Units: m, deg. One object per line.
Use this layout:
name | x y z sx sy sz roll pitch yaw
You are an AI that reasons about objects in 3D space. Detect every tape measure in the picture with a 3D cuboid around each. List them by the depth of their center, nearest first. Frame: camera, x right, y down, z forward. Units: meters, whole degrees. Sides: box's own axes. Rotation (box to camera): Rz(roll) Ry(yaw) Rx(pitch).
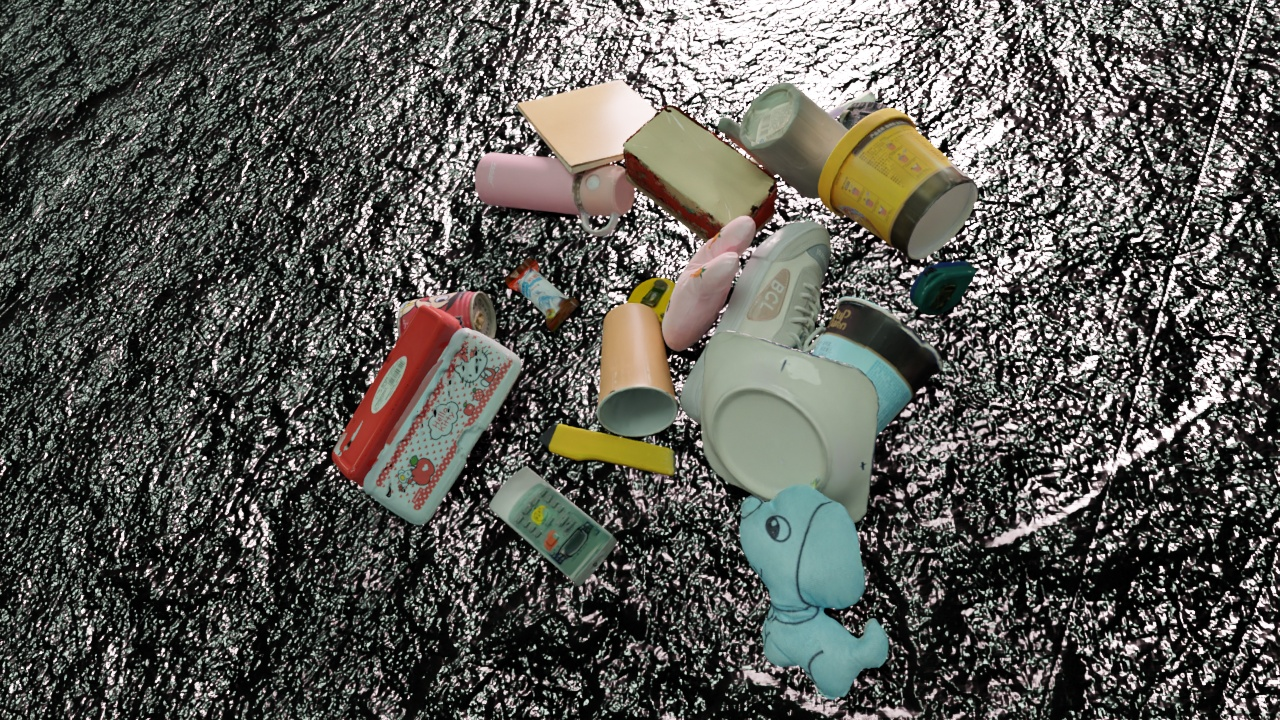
tape measure | 0.283 -0.067 0.863 0.058 0.055 0.025 -6 44 -23
tape measure | 0.015 -0.063 0.983 0.060 0.029 0.057 13 62 28

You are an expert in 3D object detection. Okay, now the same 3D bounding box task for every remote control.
remote control | -0.086 0.155 0.876 0.135 0.019 0.056 33 73 35

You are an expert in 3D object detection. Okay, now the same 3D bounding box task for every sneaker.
sneaker | 0.136 -0.034 0.874 0.091 0.089 0.241 17 66 39

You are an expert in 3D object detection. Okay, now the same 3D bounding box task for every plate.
plate | 0.114 0.064 0.773 0.164 0.164 0.034 18 36 31

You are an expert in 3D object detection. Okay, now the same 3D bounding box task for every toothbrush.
toothbrush | 0.185 -0.258 1.059 0.189 0.020 0.029 -30 21 1

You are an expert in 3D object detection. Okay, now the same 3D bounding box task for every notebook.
notebook | -0.052 -0.296 1.137 0.149 0.012 0.211 -18 40 -15

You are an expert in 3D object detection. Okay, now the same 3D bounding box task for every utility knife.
utility knife | -0.033 0.089 0.904 0.154 0.015 0.033 10 67 26

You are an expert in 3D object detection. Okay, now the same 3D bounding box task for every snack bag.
snack bag | -0.113 -0.077 1.046 0.048 0.026 0.104 -45 52 3

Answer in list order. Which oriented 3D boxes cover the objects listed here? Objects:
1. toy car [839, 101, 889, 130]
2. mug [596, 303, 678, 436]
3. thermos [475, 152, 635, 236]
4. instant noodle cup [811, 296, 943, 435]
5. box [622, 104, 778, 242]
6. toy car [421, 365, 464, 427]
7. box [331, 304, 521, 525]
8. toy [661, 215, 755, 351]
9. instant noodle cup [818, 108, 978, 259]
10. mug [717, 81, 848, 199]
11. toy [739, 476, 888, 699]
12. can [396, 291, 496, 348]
toy car | 0.236 -0.231 1.010 0.054 0.037 0.120 19 75 33
mug | -0.005 0.005 0.918 0.078 0.078 0.122 -14 47 12
thermos | -0.105 -0.202 1.111 0.199 0.067 0.087 12 90 27
instant noodle cup | 0.186 0.024 0.814 0.111 0.111 0.120 33 82 35
box | 0.062 -0.201 1.000 0.168 0.077 0.091 41 77 19
toy car | -0.206 0.052 0.989 0.048 0.032 0.105 -1 68 28
box | -0.228 0.051 0.950 0.160 0.065 0.201 29 86 30
toy | 0.066 -0.076 0.900 0.054 0.160 0.121 28 57 -3
instant noodle cup | 0.259 -0.170 0.911 0.118 0.118 0.114 -38 59 -7
mug | 0.153 -0.232 0.978 0.124 0.103 0.083 10 77 50
toy | 0.135 0.173 0.735 0.161 0.049 0.156 24 95 38
can | -0.218 -0.041 1.036 0.094 0.066 0.066 -8 54 16
